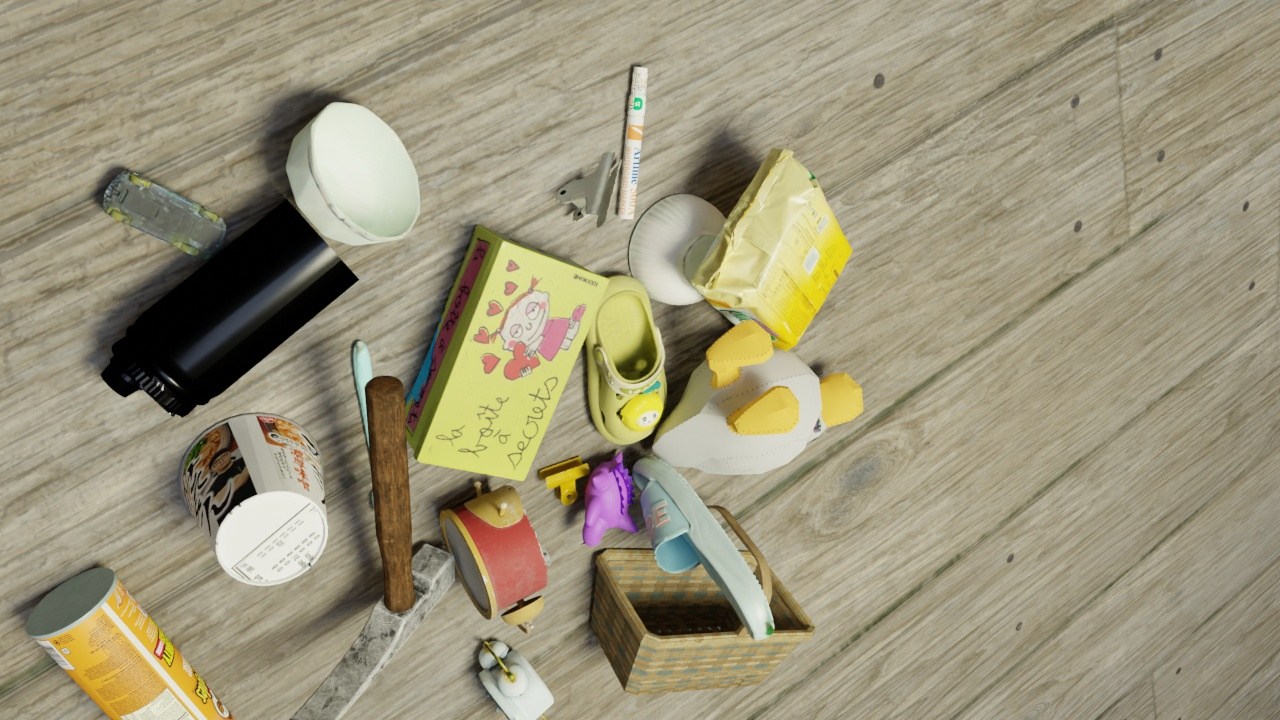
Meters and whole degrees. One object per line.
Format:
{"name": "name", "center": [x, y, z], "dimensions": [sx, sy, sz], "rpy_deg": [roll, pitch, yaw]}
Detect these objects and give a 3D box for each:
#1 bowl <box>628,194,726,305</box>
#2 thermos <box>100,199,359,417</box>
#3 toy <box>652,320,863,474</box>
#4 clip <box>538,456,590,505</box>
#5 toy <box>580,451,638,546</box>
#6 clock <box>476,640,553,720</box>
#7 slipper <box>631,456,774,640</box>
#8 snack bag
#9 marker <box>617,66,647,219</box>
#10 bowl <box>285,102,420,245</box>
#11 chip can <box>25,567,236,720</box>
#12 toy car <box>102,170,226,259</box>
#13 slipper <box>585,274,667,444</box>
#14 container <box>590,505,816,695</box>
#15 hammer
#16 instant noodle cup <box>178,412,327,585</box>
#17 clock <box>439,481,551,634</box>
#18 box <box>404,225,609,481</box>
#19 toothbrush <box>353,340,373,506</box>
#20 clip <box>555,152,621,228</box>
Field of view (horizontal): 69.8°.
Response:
{"name": "bowl", "center": [0.053, -0.109, 0.953], "dimensions": [0.118, 0.062, 0.118], "rpy_deg": [-11, 115, -26]}
{"name": "thermos", "center": [-0.335, -0.034, 0.743], "dimensions": [0.198, 0.086, 0.086], "rpy_deg": [-42, 124, -9]}
{"name": "toy", "center": [0.128, 0.056, 1.009], "dimensions": [0.247, 0.140, 0.267], "rpy_deg": [-22, 160, 5]}
{"name": "clip", "center": [-0.083, 0.131, 1.000], "dimensions": [0.053, 0.044, 0.050], "rpy_deg": [-19, 154, -24]}
{"name": "toy", "center": [-0.033, 0.150, 1.000], "dimensions": [0.105, 0.056, 0.088], "rpy_deg": [-38, 126, -61]}
{"name": "clock", "center": [-0.144, 0.358, 1.015], "dimensions": [0.057, 0.083, 0.118], "rpy_deg": [-36, 127, -20]}
{"name": "slipper", "center": [0.052, 0.196, 0.964], "dimensions": [0.074, 0.245, 0.104], "rpy_deg": [-32, 142, -9]}
{"name": "snack bag", "center": [0.149, -0.102, 0.956], "dimensions": [0.159, 0.068, 0.247], "rpy_deg": [-60, 154, 0]}
{"name": "marker", "center": [-0.007, -0.213, 0.903], "dimensions": [0.017, 0.017, 0.146], "rpy_deg": [-4, 112, -29]}
{"name": "bowl", "center": [-0.243, -0.145, 0.753], "dimensions": [0.061, 0.117, 0.117], "rpy_deg": [-16, 128, 27]}
{"name": "chip can", "center": [-0.442, 0.287, 0.817], "dimensions": [0.075, 0.075, 0.215], "rpy_deg": [-30, 121, -17]}
{"name": "toy car", "center": [-0.373, -0.115, 0.724], "dimensions": [0.089, 0.027, 0.038], "rpy_deg": [29, 90, -34]}
{"name": "slipper", "center": [-0.006, 0.006, 0.955], "dimensions": [0.091, 0.082, 0.191], "rpy_deg": [-20, 117, -25]}
{"name": "container", "center": [0.080, 0.273, 1.069], "dimensions": [0.249, 0.157, 0.187], "rpy_deg": [8, 116, -32]}
{"name": "hammer", "center": [-0.236, 0.159, 0.792], "dimensions": [0.217, 0.037, 0.301], "rpy_deg": [-51, 155, -51]}
{"name": "instant noodle cup", "center": [-0.326, 0.125, 0.791], "dimensions": [0.123, 0.122, 0.124], "rpy_deg": [-11, 114, -26]}
{"name": "clock", "center": [-0.137, 0.205, 0.935], "dimensions": [0.081, 0.117, 0.159], "rpy_deg": [-22, 111, -25]}
{"name": "box", "center": [-0.134, -0.003, 0.877], "dimensions": [0.124, 0.082, 0.221], "rpy_deg": [20, 97, -35]}
{"name": "toothbrush", "center": [-0.256, 0.066, 0.873], "dimensions": [0.016, 0.016, 0.181], "rpy_deg": [-11, 114, -25]}
{"name": "clip", "center": [-0.054, -0.162, 0.877], "dimensions": [0.056, 0.101, 0.046], "rpy_deg": [-14, 131, 25]}
